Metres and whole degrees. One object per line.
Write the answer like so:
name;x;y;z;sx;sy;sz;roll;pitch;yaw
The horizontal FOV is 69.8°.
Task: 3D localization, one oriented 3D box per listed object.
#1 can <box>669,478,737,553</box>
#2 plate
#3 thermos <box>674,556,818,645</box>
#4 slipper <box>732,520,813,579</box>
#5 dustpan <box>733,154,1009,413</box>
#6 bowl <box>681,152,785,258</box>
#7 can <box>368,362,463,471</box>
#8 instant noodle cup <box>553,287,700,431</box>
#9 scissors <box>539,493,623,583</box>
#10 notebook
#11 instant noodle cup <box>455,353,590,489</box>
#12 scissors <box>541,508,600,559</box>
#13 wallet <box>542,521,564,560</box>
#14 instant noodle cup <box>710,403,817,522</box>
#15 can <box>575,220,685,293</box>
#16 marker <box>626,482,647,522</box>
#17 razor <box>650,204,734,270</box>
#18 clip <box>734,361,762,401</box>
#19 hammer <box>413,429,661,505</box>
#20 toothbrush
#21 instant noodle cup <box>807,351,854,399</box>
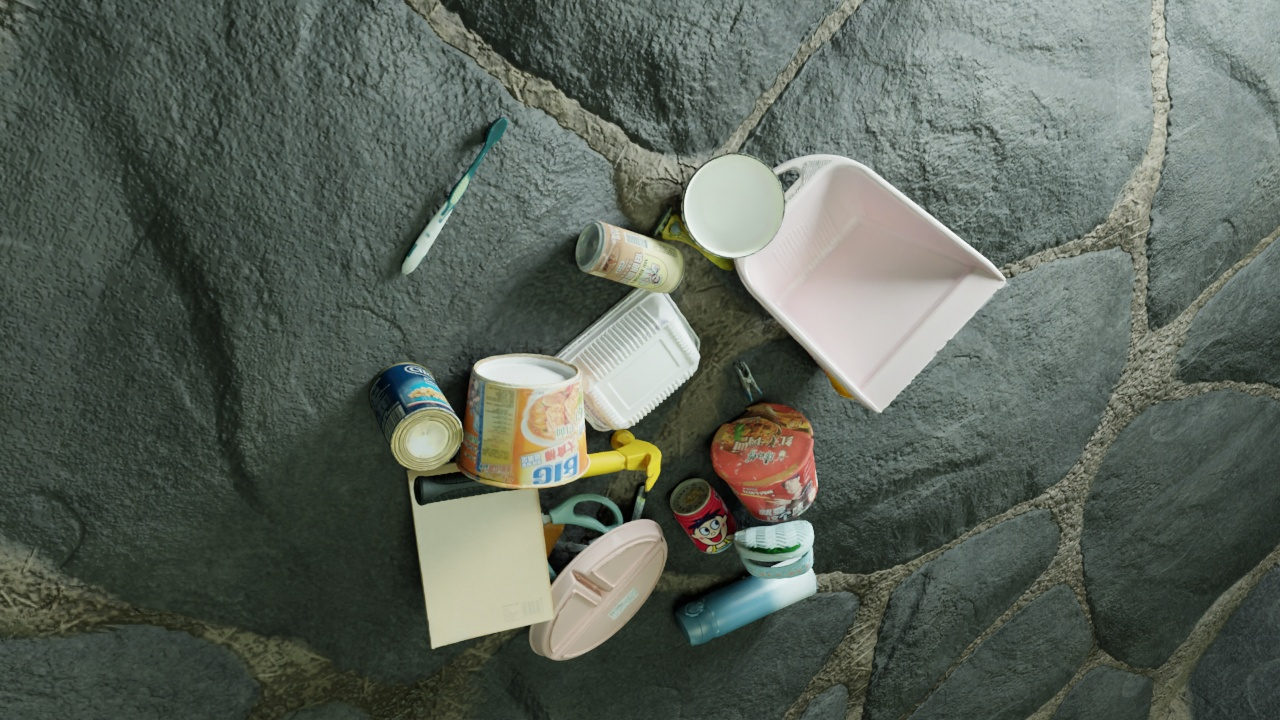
can;0.086;0.212;1.253;0.066;0.066;0.094;-38;126;-6
plate;-0.048;0.307;1.205;0.229;0.028;0.230;-33;145;-28
thermos;0.157;0.359;1.371;0.220;0.070;0.070;-17;122;-20
slipper;0.184;0.260;1.250;0.104;0.245;0.074;-9;81;7
dustpan;0.242;-0.108;1.070;0.222;0.273;0.139;-49;145;-3
bowl;0.101;-0.175;1.047;0.116;0.066;0.116;-1;97;-5
can;-0.238;0.059;0.968;0.075;0.111;0.075;-13;120;-23
instant noodle cup;-0.006;0.006;1.101;0.173;0.060;0.138;-39;127;-3
scissors;-0.093;0.215;1.143;0.181;0.019;0.170;-21;113;-16
notebook;-0.186;0.220;1.081;0.149;0.012;0.211;-8;94;-18
instant noodle cup;-0.128;0.061;1.016;0.151;0.151;0.111;-4;109;-27
scissors;-0.089;0.247;1.202;0.159;0.014;0.176;-12;117;-17
wallet;-0.175;0.233;1.142;0.130;0.035;0.119;20;99;-29
instant noodle cup;0.175;0.145;1.231;0.137;0.138;0.109;-34;132;-9
can;-0.011;-0.115;1.033;0.116;0.058;0.058;13;108;-33
marker;-0.012;0.221;1.239;0.018;0.015;0.124;5;109;-31
razor;0.070;-0.136;1.089;0.132;0.028;0.043;27;97;-38
clip;0.141;0.024;1.213;0.041;0.026;0.058;-32;122;-2
hammer;-0.109;0.128;1.055;0.300;0.129;0.033;-5;107;-29
toothbrush;-0.192;-0.168;0.936;0.016;0.018;0.192;29;101;-37
instant noodle cup;0.274;-0.035;1.191;0.110;0.138;0.138;40;92;-28
